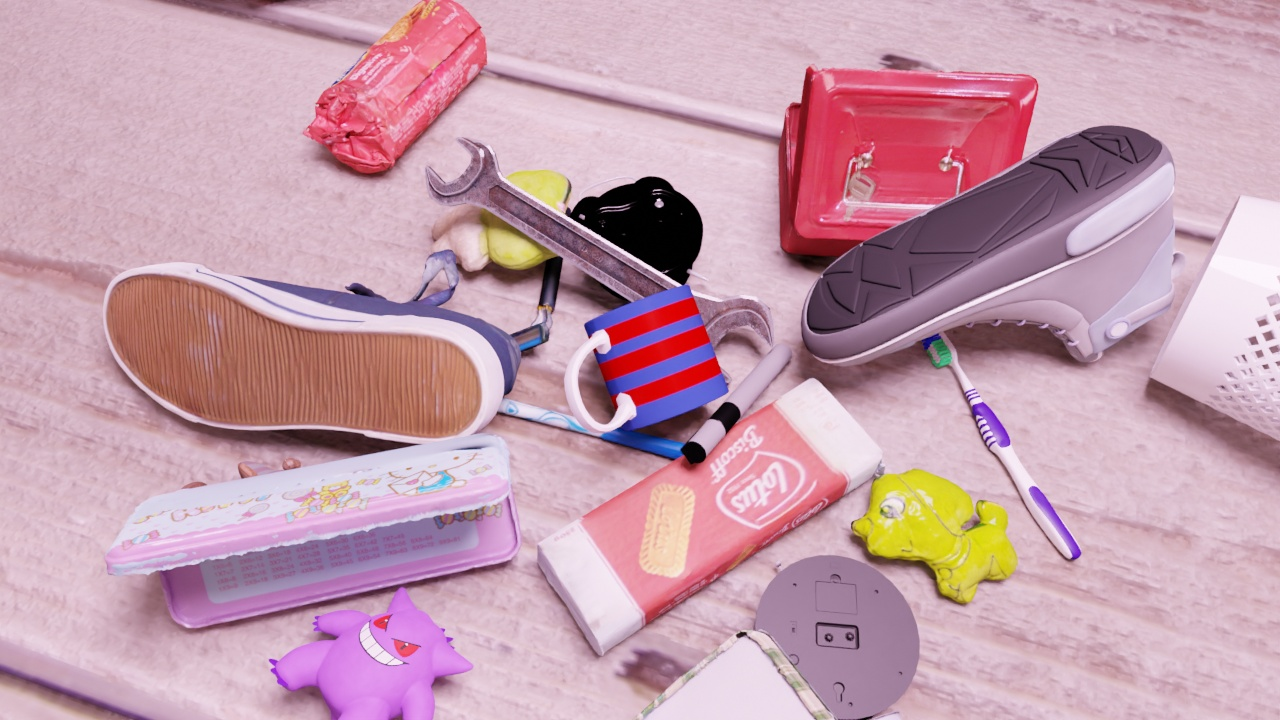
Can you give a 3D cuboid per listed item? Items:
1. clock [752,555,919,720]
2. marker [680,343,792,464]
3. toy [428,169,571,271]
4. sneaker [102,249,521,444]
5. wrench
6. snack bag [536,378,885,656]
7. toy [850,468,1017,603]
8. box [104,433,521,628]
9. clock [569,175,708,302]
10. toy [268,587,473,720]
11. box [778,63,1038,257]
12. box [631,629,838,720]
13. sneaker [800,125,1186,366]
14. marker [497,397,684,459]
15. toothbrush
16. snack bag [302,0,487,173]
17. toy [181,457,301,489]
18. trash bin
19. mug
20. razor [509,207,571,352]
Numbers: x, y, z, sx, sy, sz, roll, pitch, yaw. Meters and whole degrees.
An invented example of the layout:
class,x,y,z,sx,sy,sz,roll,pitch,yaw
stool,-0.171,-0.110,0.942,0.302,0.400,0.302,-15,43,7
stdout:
class,x,y,z,sx,sy,sz,roll,pitch,yaw
clock,0.112,0.176,0.537,0.094,0.035,0.122,5,59,2
marker,0.068,0.025,0.613,0.016,0.016,0.140,30,40,16
toy,-0.107,-0.101,0.694,0.118,0.043,0.092,-14,56,16
sneaker,-0.218,-0.019,0.633,0.295,0.121,0.127,9,15,11
wrench,-0.029,-0.072,0.646,0.273,0.010,0.070,32,98,-1
snack bag,0.048,0.094,0.585,0.225,0.041,0.077,-30,61,-16
toy,0.187,0.108,0.581,0.094,0.036,0.093,-23,69,-13
box,-0.175,0.103,0.522,0.214,0.093,0.089,-11,101,-8
clock,-0.003,-0.097,0.700,0.091,0.043,0.120,-22,61,-14
toy,-0.148,0.176,0.520,0.087,0.056,0.106,-37,56,-26
box,0.187,-0.151,0.705,0.157,0.152,0.165,4,21,-1
box,0.080,0.249,0.462,0.117,0.050,0.205,-42,65,0
sneaker,0.246,-0.036,0.628,0.257,0.160,0.093,-30,34,6
marker,-0.038,0.045,0.628,0.142,0.013,0.013,14,59,7
toothbrush,0.243,0.052,0.628,0.016,0.015,0.186,-16,60,-12
snack bag,-0.194,-0.230,0.760,0.082,0.082,0.176,25,62,14
toy,-0.233,0.087,0.583,0.102,0.041,0.054,21,82,2
trash bin,0.459,-0.010,0.583,0.200,0.196,0.195,26,60,25
mug,-0.003,0.003,0.594,0.111,0.075,0.076,-21,91,-37
razor,-0.069,-0.062,0.692,0.043,0.022,0.144,-17,46,33
